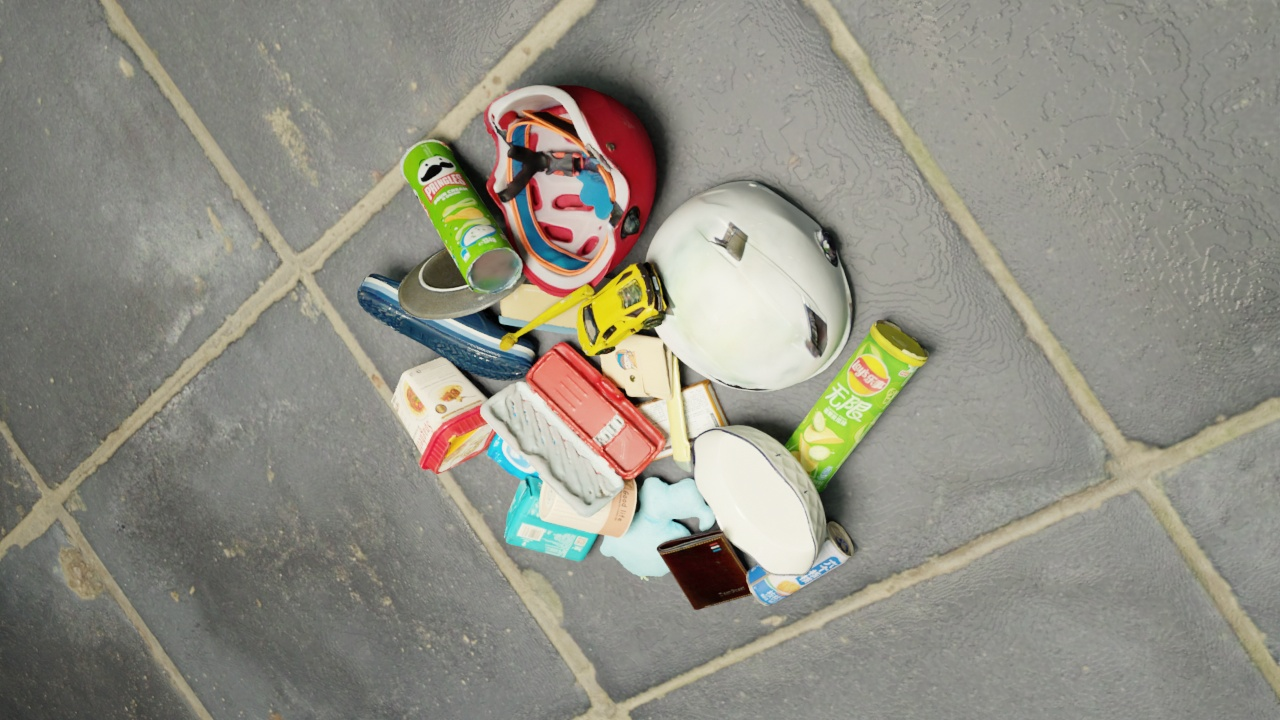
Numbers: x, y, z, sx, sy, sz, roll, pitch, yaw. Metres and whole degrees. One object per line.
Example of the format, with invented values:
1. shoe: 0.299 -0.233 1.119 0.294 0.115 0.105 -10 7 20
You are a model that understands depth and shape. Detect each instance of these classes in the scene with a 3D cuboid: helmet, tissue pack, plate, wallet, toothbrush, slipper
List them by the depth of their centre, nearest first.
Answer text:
1. helmet: 0.112 -0.069 1.042 0.230 0.145 0.258 -37 90 27
2. helmet: -0.066 -0.206 1.075 0.207 0.143 0.240 21 125 34
3. toothbrush: -0.117 -0.049 1.103 0.015 0.016 0.191 42 140 -20
4. plate: 0.144 0.164 1.105 0.205 0.045 0.205 41 147 34
5. plate: -0.222 -0.113 1.151 0.180 0.178 0.024 3 130 21
6. wallet: -0.007 0.007 1.162 0.115 0.024 0.087 10 118 41
7. wallet: 0.088 0.275 1.204 0.096 0.020 0.122 -18 122 21
8. slipper: -0.252 -0.055 1.229 0.253 0.105 0.095 25 73 -1
9. tissue pack: -0.143 0.101 1.250 0.095 0.052 0.157 37 116 8
10. tissue pack: -0.113 0.217 1.254 0.133 0.050 0.093 19 116 -19

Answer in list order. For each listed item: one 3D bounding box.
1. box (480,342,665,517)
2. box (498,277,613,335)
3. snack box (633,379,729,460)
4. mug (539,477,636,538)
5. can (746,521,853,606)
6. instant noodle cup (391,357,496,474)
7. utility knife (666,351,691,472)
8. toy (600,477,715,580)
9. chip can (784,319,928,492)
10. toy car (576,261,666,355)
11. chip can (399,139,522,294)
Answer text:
1. box: -0.085 0.086 1.162 0.201 0.160 0.059 43 159 15
2. box: -0.095 -0.074 1.158 0.184 0.089 0.062 8 110 22
3. snack box: 0.033 0.084 1.188 0.154 0.026 0.075 -21 97 26
4. mug: -0.069 0.166 1.195 0.105 0.114 0.082 15 142 -19
5. can: 0.201 0.256 1.157 0.135 0.053 0.053 -39 89 27
6. instant noodle cup: -0.270 0.071 1.259 0.124 0.116 0.117 48 135 15
7. utility knife: 0.044 0.058 1.147 0.031 0.018 0.167 -1 104 41
8. toy: 0.022 0.228 1.224 0.161 0.049 0.156 0 105 13
9. chip can: 0.240 0.060 1.071 0.072 0.072 0.222 36 115 9
10. toy car: -0.028 -0.054 1.041 0.156 0.041 0.071 -31 68 44
11. chip can: -0.222 -0.179 1.125 0.072 0.072 0.236 -55 51 26
